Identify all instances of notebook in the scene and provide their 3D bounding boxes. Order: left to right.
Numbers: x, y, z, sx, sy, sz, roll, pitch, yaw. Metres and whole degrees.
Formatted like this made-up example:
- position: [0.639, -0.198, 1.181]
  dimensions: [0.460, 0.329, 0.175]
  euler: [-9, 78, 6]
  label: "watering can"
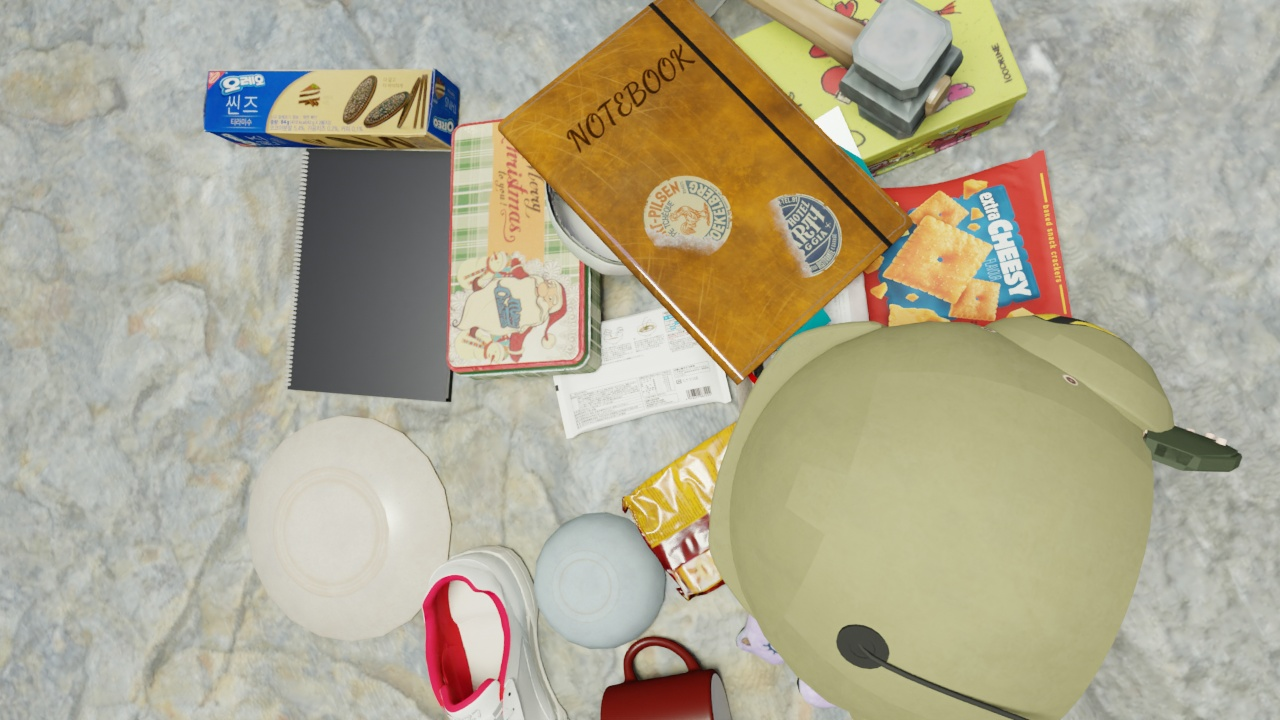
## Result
- position: [-0.224, -0.073, 0.774]
  dimensions: [0.149, 0.016, 0.206]
  euler: [4, 89, 12]
  label: "notebook"
- position: [0.055, -0.121, 0.610]
  dimensions: [0.178, 0.014, 0.249]
  euler: [-41, 83, -11]
  label: "notebook"

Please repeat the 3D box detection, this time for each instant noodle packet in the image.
- position: [-0.004, 0.004, 0.716]
  dimensions: [0.134, 0.026, 0.087]
  euler: [-14, 85, 12]
  label: "instant noodle packet"
- position: [0.063, 0.110, 0.691]
  dimensions: [0.135, 0.039, 0.098]
  euler: [-35, 83, 10]
  label: "instant noodle packet"

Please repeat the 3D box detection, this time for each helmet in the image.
- position: [0.159, 0.086, 0.507]
  dimensions: [0.233, 0.255, 0.250]
  euler: [21, 92, 7]
  label: "helmet"

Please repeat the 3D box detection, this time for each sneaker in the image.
- position: [-0.113, 0.264, 0.692]
  dimensions: [0.090, 0.104, 0.236]
  euler: [-12, 86, 12]
  label: "sneaker"

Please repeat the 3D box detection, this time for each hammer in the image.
- position: [0.055, -0.251, 0.587]
  dimensions: [0.323, 0.117, 0.051]
  euler: [37, 98, 13]
  label: "hammer"

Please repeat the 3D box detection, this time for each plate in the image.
- position: [-0.251, 0.142, 0.766]
  dimensions: [0.189, 0.027, 0.188]
  euler: [0, 88, 13]
  label: "plate"

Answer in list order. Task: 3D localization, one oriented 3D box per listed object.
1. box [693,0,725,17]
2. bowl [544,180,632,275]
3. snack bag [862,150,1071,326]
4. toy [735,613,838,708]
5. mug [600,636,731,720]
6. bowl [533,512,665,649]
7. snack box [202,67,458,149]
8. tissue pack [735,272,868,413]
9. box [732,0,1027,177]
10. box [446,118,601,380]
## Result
- position: [0.025, -0.332, 0.679]
  dimensions: [0.130, 0.103, 0.110]
  euler: [43, 96, 1]
  label: "box"
- position: [-0.012, -0.111, 0.652]
  dimensions: [0.116, 0.066, 0.116]
  euler: [2, 78, -9]
  label: "bowl"
- position: [0.224, -0.073, 0.661]
  dimensions: [0.144, 0.039, 0.130]
  euler: [-9, 86, 12]
  label: "snack bag"
- position: [0.121, 0.209, 0.676]
  dimensions: [0.100, 0.036, 0.080]
  euler: [18, 93, 11]
  label: "toy"
- position: [0.020, 0.258, 0.686]
  dimensions: [0.083, 0.073, 0.105]
  euler: [-14, 56, 12]
  label: "mug"
- position: [-0.037, 0.172, 0.707]
  dimensions: [0.106, 0.039, 0.106]
  euler: [-2, 84, 14]
  label: "bowl"
- position: [-0.258, -0.208, 0.764]
  dimensions: [0.207, 0.056, 0.057]
  euler: [3, 90, 13]
  label: "snack box"
- position: [0.118, 0.026, 0.649]
  dimensions: [0.103, 0.071, 0.181]
  euler: [-8, 87, -15]
  label: "tissue pack"
- position: [0.142, -0.190, 0.663]
  dimensions: [0.221, 0.082, 0.124]
  euler: [-18, 85, 10]
  label: "box"
- position: [-0.091, -0.088, 0.713]
  dimensions: [0.118, 0.050, 0.205]
  euler: [-2, 78, 12]
  label: "box"
